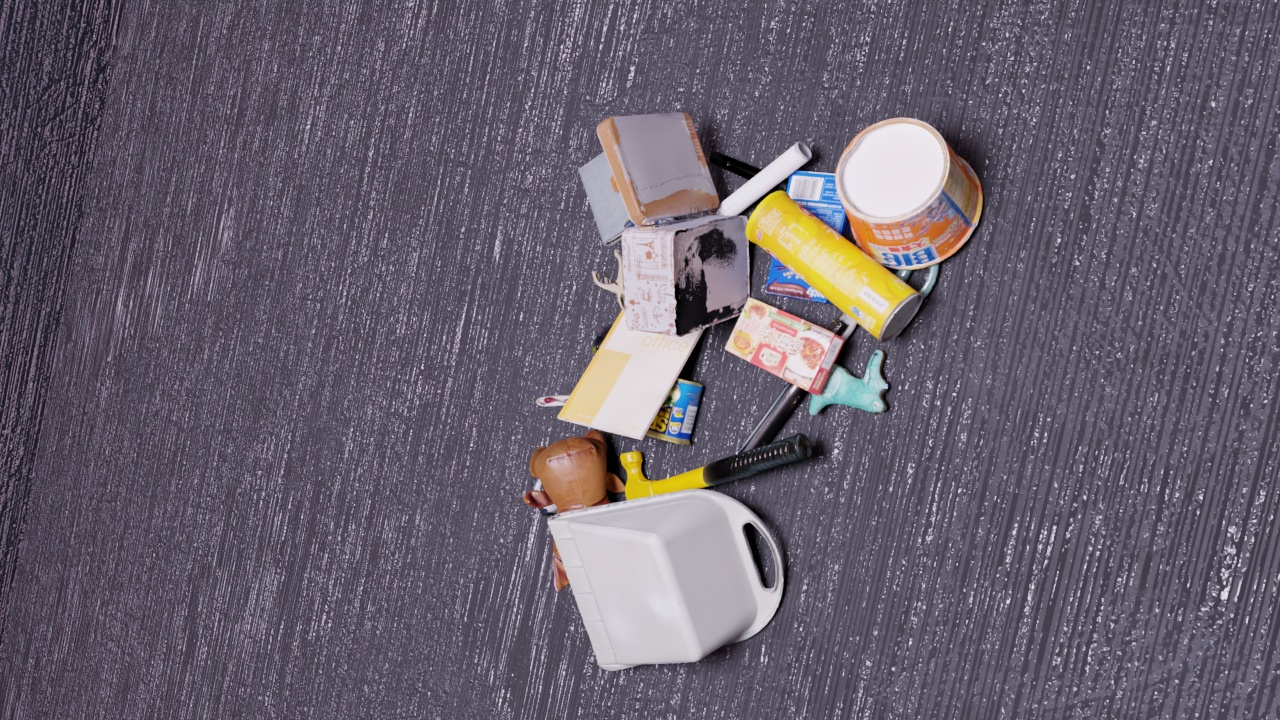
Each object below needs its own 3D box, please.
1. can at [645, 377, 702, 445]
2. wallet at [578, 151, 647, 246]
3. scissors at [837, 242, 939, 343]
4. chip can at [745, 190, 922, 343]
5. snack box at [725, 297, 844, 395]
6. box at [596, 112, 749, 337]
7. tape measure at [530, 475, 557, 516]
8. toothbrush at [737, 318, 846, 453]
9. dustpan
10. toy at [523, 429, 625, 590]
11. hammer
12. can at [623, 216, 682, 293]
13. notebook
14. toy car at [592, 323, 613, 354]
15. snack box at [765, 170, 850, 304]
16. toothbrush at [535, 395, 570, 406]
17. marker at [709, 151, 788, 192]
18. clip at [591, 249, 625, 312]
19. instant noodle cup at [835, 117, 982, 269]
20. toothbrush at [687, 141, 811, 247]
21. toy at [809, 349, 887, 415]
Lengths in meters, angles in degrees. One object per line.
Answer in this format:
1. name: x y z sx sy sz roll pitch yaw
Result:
1. can: 0.027 0.060 1.228 0.102 0.057 0.083 14 91 36
2. wallet: -0.033 -0.246 1.321 0.107 0.037 0.129 -30 68 31
3. scissors: 0.287 -0.069 1.076 0.129 0.019 0.185 26 102 36
4. chip can: 0.221 -0.112 1.064 0.213 0.072 0.072 43 109 26
5. snack box: 0.174 -0.019 1.123 0.153 0.025 0.075 31 97 49
6. box: 0.045 -0.174 1.127 0.103 0.178 0.261 7 107 36
7. tape measure: -0.123 0.188 1.339 0.066 0.033 0.065 -28 70 33
8. toothbrush: 0.186 0.038 1.126 0.213 0.026 0.027 -58 44 19
9. dustpan: 0.041 0.271 1.162 0.258 0.142 0.222 -13 98 50
10. toy: -0.082 0.203 1.257 0.140 0.130 0.199 -17 84 -6
11. hammer: 0.089 0.146 1.162 0.302 0.032 0.128 -25 74 42
12. can: 0.019 -0.136 1.242 0.075 0.075 0.111 -15 73 34
13. notebook: -0.007 0.007 1.224 0.146 0.010 0.205 11 59 37
14. toy car: -0.033 -0.005 1.295 0.049 0.031 0.106 -44 54 21
15. snack box: 0.212 -0.153 1.134 0.085 0.026 0.157 14 93 35
16. toothbrush: -0.083 0.056 1.333 0.188 0.017 0.016 -4 83 35
17. marker: 0.144 -0.245 1.199 0.132 0.022 0.020 33 97 35
18. clip: -0.023 -0.115 1.292 0.101 0.035 0.096 35 99 44
19. instant noodle cup: 0.290 -0.189 1.014 0.152 0.111 0.151 -9 72 28
20. toothbrush: 0.130 -0.207 1.184 0.222 0.026 0.026 -35 24 39
21. toy: 0.252 0.029 1.084 0.092 0.030 0.096 17 87 32
